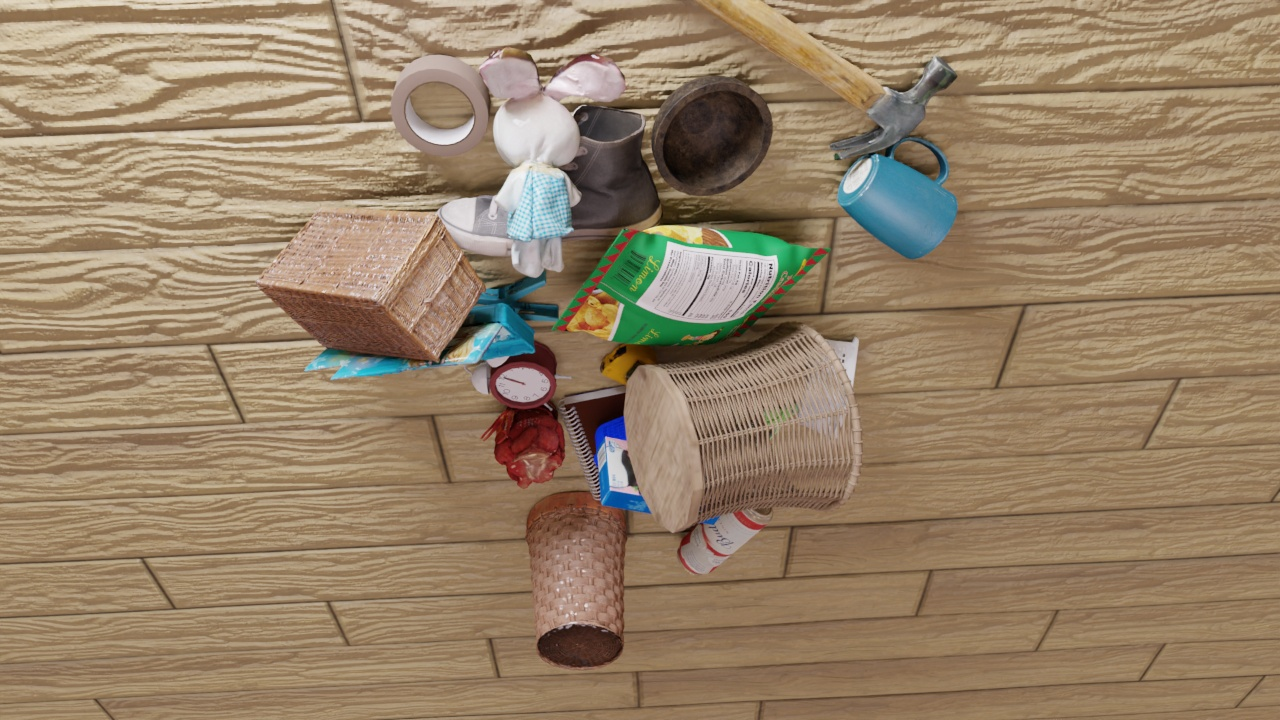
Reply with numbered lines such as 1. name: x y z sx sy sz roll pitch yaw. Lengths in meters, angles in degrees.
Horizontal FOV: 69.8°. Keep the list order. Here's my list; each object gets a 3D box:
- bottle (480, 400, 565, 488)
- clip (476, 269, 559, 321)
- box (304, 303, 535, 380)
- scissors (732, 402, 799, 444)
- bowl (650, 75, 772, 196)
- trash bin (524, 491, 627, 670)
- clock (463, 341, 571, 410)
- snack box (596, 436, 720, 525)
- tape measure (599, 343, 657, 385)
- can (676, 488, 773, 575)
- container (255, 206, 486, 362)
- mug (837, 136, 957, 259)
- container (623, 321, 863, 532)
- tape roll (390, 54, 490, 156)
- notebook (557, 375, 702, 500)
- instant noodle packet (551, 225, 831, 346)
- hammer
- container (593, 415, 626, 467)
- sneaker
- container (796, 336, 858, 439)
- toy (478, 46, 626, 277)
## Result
1. bottle: -0.148 0.104 1.178 0.099 0.111 0.099 -2 134 -2
2. clip: -0.164 -0.076 1.067 0.127 0.028 0.113 -17 130 12
3. box: -0.252 -0.019 1.029 0.227 0.180 0.074 -7 91 15
4. scissors: 0.206 0.067 1.233 0.176 0.033 0.072 -24 127 22
5. bowl: 0.064 -0.230 0.910 0.121 0.056 0.121 -10 133 -12
6. trash bin: -0.093 0.314 1.312 0.151 0.209 0.151 -2 133 -2
7. clock: -0.156 0.015 1.140 0.124 0.044 0.087 18 130 -20
8. snack box: 0.024 0.150 1.140 0.154 0.087 0.033 13 131 -19
9. tape measure: -0.007 0.007 1.151 0.068 0.030 0.059 27 128 -26
10. can: 0.124 0.254 1.366 0.067 0.067 0.171 24 128 -23
11. container: -0.275 -0.078 0.951 0.199 0.113 0.113 8 146 34
12. mug: 0.273 -0.180 0.966 0.104 0.084 0.112 27 98 -19
13. container: 0.107 0.081 1.050 0.196 0.226 0.227 -10 136 -20
14. tape roll: -0.195 -0.248 0.898 0.093 0.030 0.094 -2 133 -2
15. notebook: -0.005 0.112 1.257 0.172 0.022 0.209 -11 133 5
16. instant noodle packet: 0.053 -0.077 1.008 0.252 0.090 0.196 1 152 -28
17. hammer: 0.137 -0.301 0.869 0.330 0.033 0.132 24 128 -23
18. container: 0.000 0.114 1.204 0.114 0.058 0.096 -17 132 8
19. sneaker: -0.099 -0.181 0.928 0.235 0.095 0.120 -4 131 5
20. container: 0.230 0.031 1.130 0.049 0.129 0.081 15 133 6
21. toy: -0.089 -0.178 0.842 0.131 0.105 0.206 -3 110 -18
